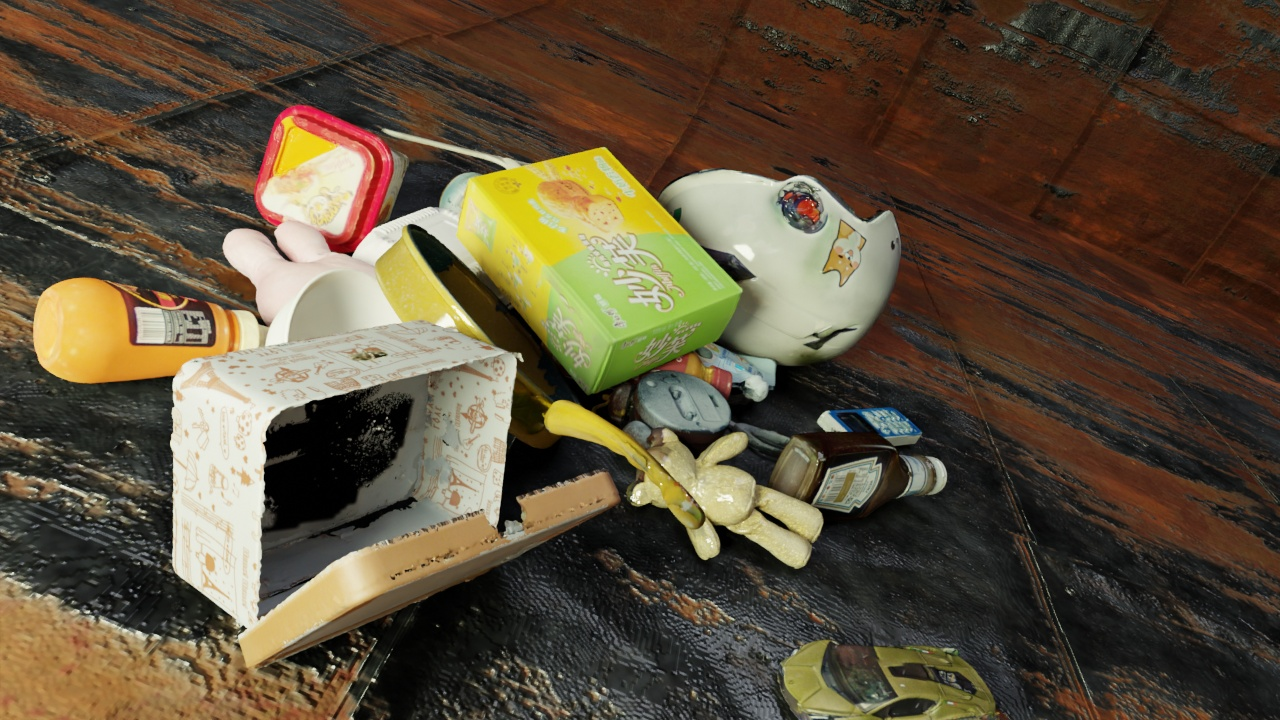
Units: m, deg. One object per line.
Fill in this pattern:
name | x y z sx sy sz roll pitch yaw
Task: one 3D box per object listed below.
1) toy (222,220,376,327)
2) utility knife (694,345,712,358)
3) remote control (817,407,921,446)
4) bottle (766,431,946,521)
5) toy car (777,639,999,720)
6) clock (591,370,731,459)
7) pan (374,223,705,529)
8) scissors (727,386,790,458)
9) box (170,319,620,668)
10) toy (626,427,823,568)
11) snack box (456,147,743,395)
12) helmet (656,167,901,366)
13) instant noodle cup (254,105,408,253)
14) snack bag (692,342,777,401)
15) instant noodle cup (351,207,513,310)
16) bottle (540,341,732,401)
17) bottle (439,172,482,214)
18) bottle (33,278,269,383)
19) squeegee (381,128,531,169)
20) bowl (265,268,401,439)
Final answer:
toy | -0.259 -0.060 0.744 0.159 0.054 0.121 40 34 21
utility knife | 0.020 -0.054 0.930 0.031 0.022 0.216 30 8 -38
remote control | 0.240 0.072 0.954 0.124 0.024 0.049 1 34 -41
bottle | 0.197 0.101 0.801 0.194 0.080 0.044 5 26 -38
toy car | 0.163 0.217 0.601 0.158 0.042 0.070 9 29 -23
clock | 0.018 0.051 0.766 0.121 0.055 0.082 4 36 -24
pan | -0.070 0.014 0.634 0.197 0.078 0.357 45 4 -44
scissors | 0.068 0.052 0.865 0.159 0.014 0.178 35 31 28
box | -0.123 0.080 0.490 0.174 0.152 0.181 18 20 31
toy | 0.068 0.109 0.709 0.157 0.066 0.105 26 68 -6
snack box | -0.038 -0.087 0.803 0.157 0.070 0.210 -23 61 -37
helmet | 0.140 -0.080 0.983 0.273 0.231 0.156 16 68 -21
instant noodle cup | -0.289 -0.176 0.888 0.116 0.116 0.124 24 14 -1
snack bag | 0.045 -0.010 0.914 0.191 0.039 0.110 21 11 2
instant noodle cup | -0.187 -0.088 0.857 0.138 0.060 0.173 28 28 7
bottle | -0.005 0.005 0.826 0.175 0.058 0.057 17 27 -9
bottle | -0.128 -0.127 0.968 0.189 0.068 0.067 36 28 17
bottle | -0.316 -0.017 0.618 0.149 0.067 0.067 3 33 -50
squeegee | -0.105 -0.140 0.896 0.246 0.039 0.246 6 44 -37
bowl | -0.221 -0.001 0.641 0.065 0.118 0.118 -6 13 28
